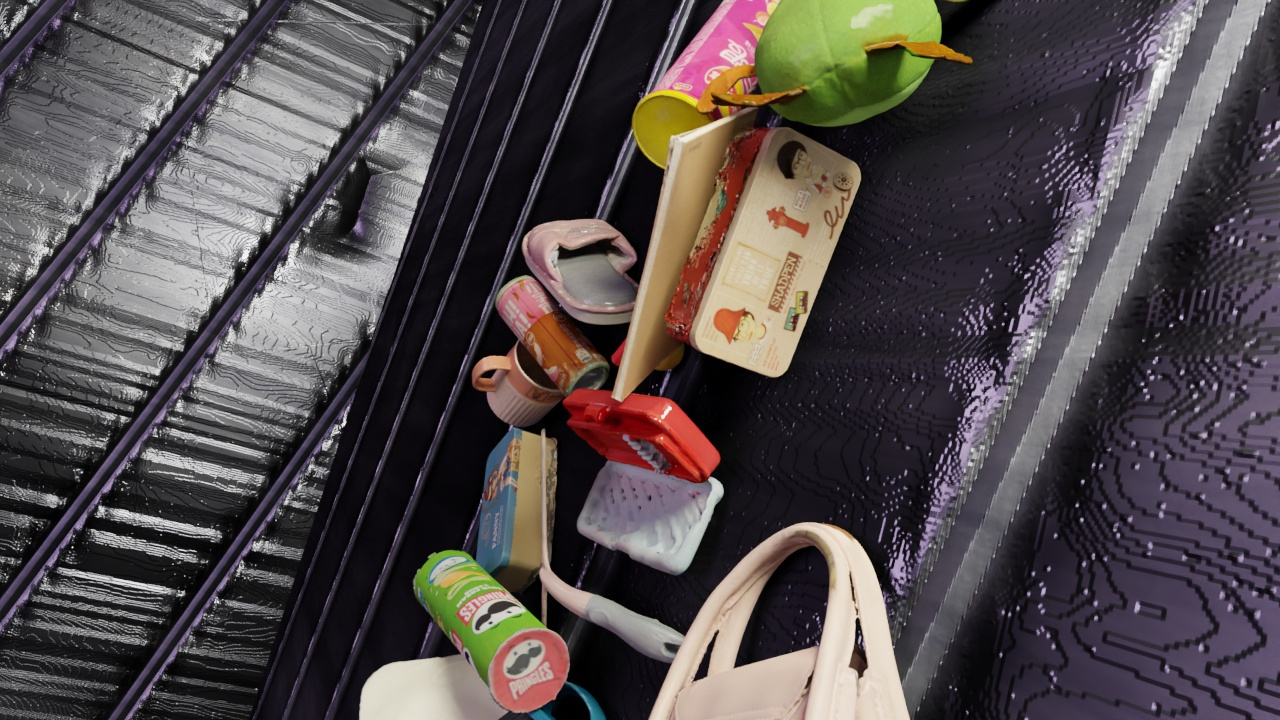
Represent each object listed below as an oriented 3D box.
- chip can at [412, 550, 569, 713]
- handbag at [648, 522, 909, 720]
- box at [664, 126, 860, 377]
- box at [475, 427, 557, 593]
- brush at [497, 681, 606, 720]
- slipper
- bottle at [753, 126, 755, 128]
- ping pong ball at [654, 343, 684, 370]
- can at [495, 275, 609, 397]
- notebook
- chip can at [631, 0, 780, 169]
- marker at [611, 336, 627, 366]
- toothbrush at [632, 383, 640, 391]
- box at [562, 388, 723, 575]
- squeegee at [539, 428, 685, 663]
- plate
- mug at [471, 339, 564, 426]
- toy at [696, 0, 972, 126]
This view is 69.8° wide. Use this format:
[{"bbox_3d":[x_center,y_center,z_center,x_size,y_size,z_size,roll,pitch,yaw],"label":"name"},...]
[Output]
[{"bbox_3d":[-0.144,0.240,0.845,0.236,0.072,0.072,13,84,61],"label":"chip can"},{"bbox_3d":[0.074,0.199,0.521,0.194,0.093,0.233,-40,30,51],"label":"handbag"},{"bbox_3d":[0.083,-0.082,0.680,0.076,0.091,0.168,26,96,63],"label":"box"},{"bbox_3d":[-0.136,0.170,1.010,0.090,0.060,0.183,-49,30,42],"label":"box"},{"bbox_3d":[-0.066,0.306,0.761,0.073,0.055,0.144,-50,20,-19],"label":"brush"},{"bbox_3d":[-0.063,-0.114,1.011,0.274,0.114,0.054,-121,30,-58],"label":"slipper"},{"bbox_3d":[0.063,-0.193,0.850,0.060,0.059,0.206,-67,24,10],"label":"bottle"},{"bbox_3d":[0.020,-0.011,0.827,0.040,0.040,0.040,-47,33,43],"label":"ping pong ball"},{"bbox_3d":[-0.096,-0.025,0.988,0.147,0.057,0.058,48,122,27],"label":"can"},{"bbox_3d":[0.035,-0.086,0.715,0.149,0.012,0.212,-40,-30,-54],"label":"notebook"},{"bbox_3d":[0.068,-0.245,0.771,0.072,0.071,0.209,-39,16,51],"label":"chip can"},{"bbox_3d":[0.012,-0.047,0.901,0.146,0.017,0.017,-54,29,35],"label":"marker"},{"bbox_3d":[-0.005,0.005,0.827,0.018,0.015,0.181,-57,4,10],"label":"toothbrush"},{"bbox_3d":[-0.015,0.097,0.762,0.098,0.119,0.202,-47,19,-18],"label":"box"},{"bbox_3d":[-0.038,0.198,0.752,0.250,0.040,0.248,10,101,56],"label":"squeegee"},{"bbox_3d":[-0.166,0.345,0.819,0.034,0.163,0.164,102,161,-48],"label":"plate"},{"bbox_3d":[-0.138,0.020,1.059,0.106,0.114,0.081,-45,49,50],"label":"mug"},{"bbox_3d":[0.137,-0.216,0.621,0.227,0.090,0.246,-14,30,22],"label":"toy"}]
